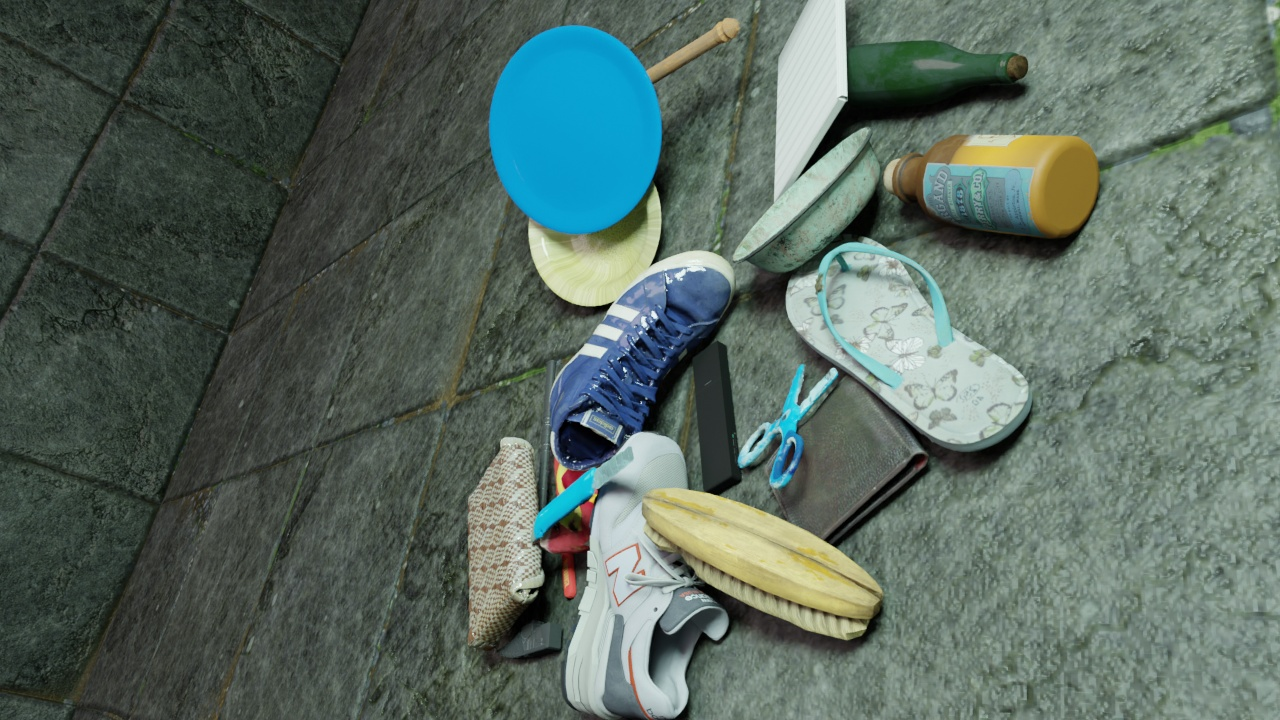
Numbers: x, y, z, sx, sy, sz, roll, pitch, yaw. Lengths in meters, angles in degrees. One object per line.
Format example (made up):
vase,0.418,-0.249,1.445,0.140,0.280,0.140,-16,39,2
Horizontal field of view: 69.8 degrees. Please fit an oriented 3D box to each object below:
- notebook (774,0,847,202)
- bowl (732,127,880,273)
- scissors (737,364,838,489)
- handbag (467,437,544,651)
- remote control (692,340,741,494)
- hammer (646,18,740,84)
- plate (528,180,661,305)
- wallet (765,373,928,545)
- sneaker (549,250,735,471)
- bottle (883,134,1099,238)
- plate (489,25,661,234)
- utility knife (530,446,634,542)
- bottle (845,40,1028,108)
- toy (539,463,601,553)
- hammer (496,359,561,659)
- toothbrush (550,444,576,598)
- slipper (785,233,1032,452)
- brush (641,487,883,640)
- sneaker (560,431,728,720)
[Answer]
notebook,0.161,-0.273,0.879,0.143,0.009,0.209,119,161,-56
bowl,0.147,-0.127,0.779,0.157,0.038,0.157,-45,8,8
scissors,0.112,0.056,0.717,0.134,0.011,0.139,-51,12,36
handbag,-0.137,0.184,0.927,0.124,0.047,0.185,-53,34,38
remote control,0.068,0.049,0.823,0.035,0.013,0.149,-37,39,35
hammer,-0.003,-0.317,1.055,0.162,0.083,0.319,-30,10,-41
plate,-0.046,-0.155,1.064,0.185,0.036,0.184,1,92,33
wallet,0.149,0.076,0.682,0.120,0.031,0.099,-49,32,23
sneaker,-0.006,0.005,0.842,0.233,0.091,0.118,-41,19,21
bottle,0.243,-0.130,0.668,0.157,0.067,0.068,23,85,57
plate,-0.072,-0.255,1.028,0.225,0.024,0.224,8,106,27
utility knife,-0.053,0.115,0.780,0.222,0.015,0.031,135,144,-55
bottle,0.242,-0.239,0.763,0.174,0.055,0.055,23,85,56
toy,-0.046,0.124,0.889,0.106,0.067,0.137,-30,31,35
hammer,-0.107,0.146,0.963,0.095,0.015,0.324,-32,47,43
toothbrush,-0.084,0.150,0.950,0.012,0.018,0.212,-41,38,28
slipper,0.174,-0.029,0.676,0.098,0.055,0.268,-35,38,6
brush,0.079,0.140,0.656,0.195,0.059,0.043,19,123,34
sneaker,0.018,0.180,0.740,0.124,0.088,0.239,5,79,50
